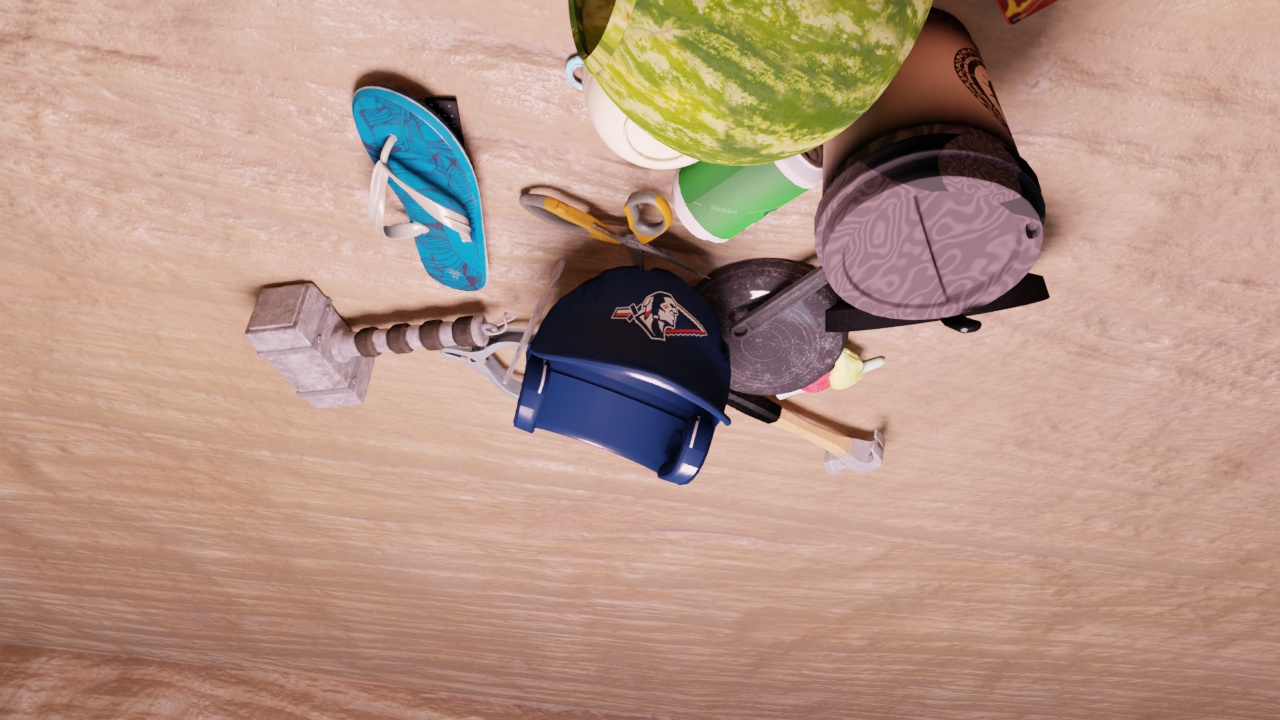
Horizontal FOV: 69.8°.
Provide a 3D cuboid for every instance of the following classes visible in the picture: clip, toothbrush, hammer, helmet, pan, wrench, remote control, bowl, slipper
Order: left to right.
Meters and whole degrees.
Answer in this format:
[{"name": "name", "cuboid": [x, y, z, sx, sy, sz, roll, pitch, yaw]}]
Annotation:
[{"name": "hammer", "cuboid": [-0.307, -0.026, 1.151, 0.327, 0.079, 0.177, -6, 144, 13]}, {"name": "slipper", "cuboid": [-0.224, -0.156, 0.963, 0.118, 0.060, 0.295, 9, 147, 10]}, {"name": "remote control", "cuboid": [-0.193, -0.211, 0.938, 0.030, 0.009, 0.140, 4, 145, 1]}, {"name": "clip", "cuboid": [-0.165, 0.008, 1.202, 0.165, 0.032, 0.165, -15, 132, 37]}, {"name": "toothbrush", "cuboid": [-0.117, -0.044, 1.020, 0.010, 0.181, 0.010, 19, 147, 3]}, {"name": "helmet", "cuboid": [-0.006, 0.006, 1.002, 0.232, 0.223, 0.272, 20, -179, -10]}, {"name": "bowl", "cuboid": [0.020, -0.226, 0.820, 0.151, 0.075, 0.151, 3, 144, 2]}, {"name": "pan", "cuboid": [0.110, 0.017, 1.148, 0.207, 0.040, 0.358, 26, 130, -12]}, {"name": "helmet", "cuboid": [0.083, -0.260, 0.660, 0.246, 0.213, 0.244, 2, 128, -21]}, {"name": "hammer", "cuboid": [0.197, 0.081, 1.268, 0.328, 0.039, 0.131, 25, 156, -21]}, {"name": "toothbrush", "cuboid": [0.251, 0.024, 1.219, 0.155, 0.015, 0.022, -21, 140, 30]}, {"name": "wrench", "cuboid": [0.208, -0.100, 0.998, 0.274, 0.018, 0.073, -34, 131, 24]}, {"name": "pan", "cuboid": [0.295, -0.055, 0.903, 0.225, 0.034, 0.356, -9, -176, 12]}]

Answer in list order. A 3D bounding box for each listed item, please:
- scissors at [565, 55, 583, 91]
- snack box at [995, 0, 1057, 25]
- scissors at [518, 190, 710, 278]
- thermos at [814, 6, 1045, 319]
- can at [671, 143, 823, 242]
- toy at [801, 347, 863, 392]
[{"name": "scissors", "cuboid": [0.002, -0.257, 0.851, 0.134, 0.011, 0.140, 28, 137, -26]}, {"name": "snack box", "cuboid": [0.331, -0.328, 0.706, 0.133, 0.021, 0.089, -24, 137, 34]}, {"name": "scissors", "cuboid": [-0.016, -0.137, 0.964, 0.225, 0.016, 0.230, 22, 166, -13]}, {"name": "thermos", "cuboid": [0.227, -0.172, 0.761, 0.173, 0.225, 0.173, 3, 145, 2]}, {"name": "can", "cuboid": [0.103, -0.179, 0.884, 0.087, 0.087, 0.140, 31, 137, -33]}, {"name": "toy", "cuboid": [0.217, 0.009, 1.175, 0.135, 0.045, 0.092, 2, 141, 6]}]
